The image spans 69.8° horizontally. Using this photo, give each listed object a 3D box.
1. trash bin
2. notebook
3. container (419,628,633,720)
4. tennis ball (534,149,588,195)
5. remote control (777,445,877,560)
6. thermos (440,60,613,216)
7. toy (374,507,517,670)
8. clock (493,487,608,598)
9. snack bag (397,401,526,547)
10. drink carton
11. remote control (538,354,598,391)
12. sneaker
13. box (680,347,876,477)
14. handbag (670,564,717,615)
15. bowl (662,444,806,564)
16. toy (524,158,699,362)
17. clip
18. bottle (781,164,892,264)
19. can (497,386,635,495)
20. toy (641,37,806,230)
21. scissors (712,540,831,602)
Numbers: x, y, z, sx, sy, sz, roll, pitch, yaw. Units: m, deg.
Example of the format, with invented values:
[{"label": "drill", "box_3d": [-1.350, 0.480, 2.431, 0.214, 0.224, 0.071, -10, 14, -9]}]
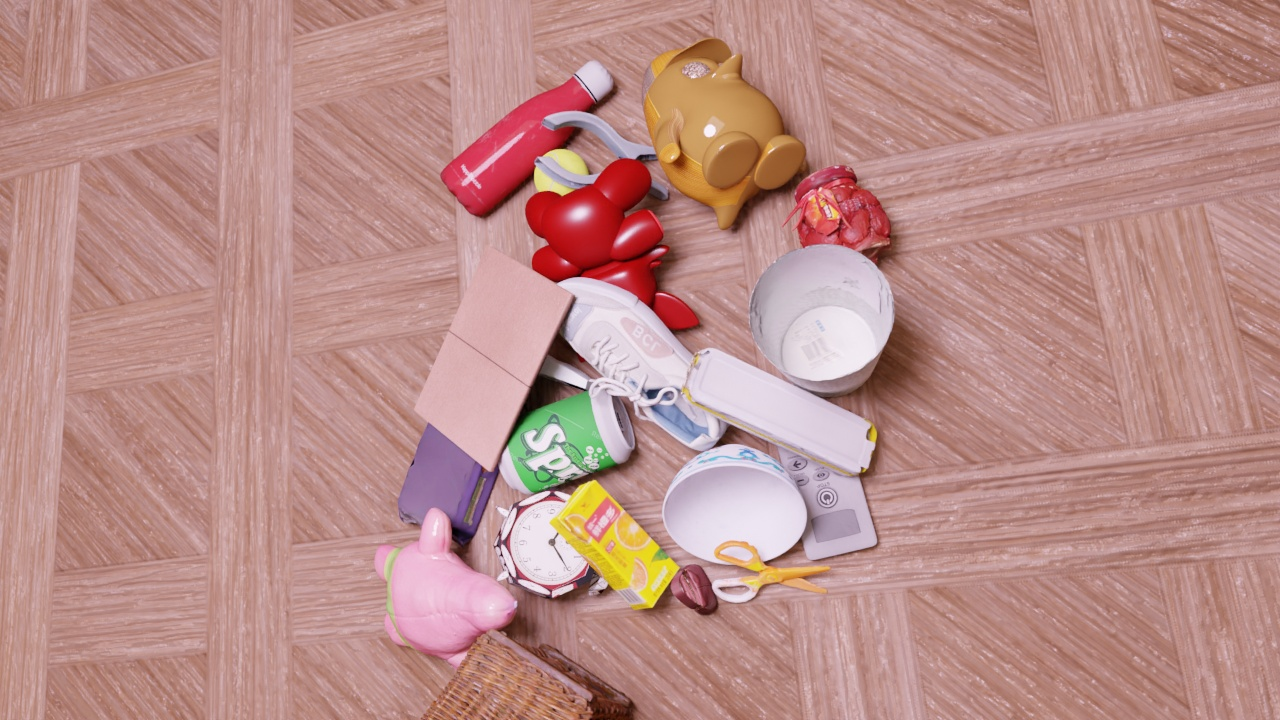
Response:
[{"label": "trash bin", "box_3d": [0.186, -0.028, 0.927, 0.133, 0.161, 0.133, -3, 76, 14]}, {"label": "notebook", "box_3d": [-0.163, -0.005, 1.000, 0.141, 0.008, 0.209, 32, 101, 34]}, {"label": "container", "box_3d": [-0.121, 0.374, 0.884, 0.162, 0.250, 0.183, 28, 76, 19]}, {"label": "tennis ball", "box_3d": [-0.094, -0.219, 1.097, 0.065, 0.065, 0.065, -3, 76, 14]}, {"label": "remote control", "box_3d": [0.192, 0.128, 0.964, 0.074, 0.019, 0.151, -16, 74, 11]}, {"label": "thermos", "box_3d": [-0.133, -0.275, 1.117, 0.240, 0.073, 0.073, -40, 71, 3]}, {"label": "toy", "box_3d": [-0.204, 0.253, 0.977, 0.237, 0.096, 0.192, -10, 96, 47]}, {"label": "clock", "box_3d": [-0.081, 0.200, 0.998, 0.154, 0.065, 0.114, 2, 75, -14]}, {"label": "snack bag", "box_3d": [-0.207, 0.101, 1.057, 0.096, 0.058, 0.205, 17, 83, 19]}, {"label": "drink carton", "box_3d": [-0.028, 0.192, 0.957, 0.134, 0.043, 0.058, 47, 55, -9]}, {"label": "remote control", "box_3d": [-0.116, 0.004, 1.060, 0.143, 0.049, 0.024, 18, 83, 18]}, {"label": "sneaker", "box_3d": [-0.006, 0.006, 0.964, 0.242, 0.090, 0.090, 39, 122, -2]}, {"label": "box", "box_3d": [0.143, 0.052, 0.931, 0.209, 0.033, 0.064, 24, 67, -7]}, {"label": "handbag", "box_3d": [0.049, 0.232, 0.926, 0.029, 0.119, 0.055, -28, 72, 7]}, {"label": "bowl", "box_3d": [0.097, 0.135, 0.948, 0.144, 0.144, 0.074, -8, 35, 13]}, {"label": "toy", "box_3d": [-0.038, -0.109, 1.026, 0.159, 0.120, 0.197, -18, 107, 18]}, {"label": "clip", "box_3d": [-0.036, -0.258, 1.071, 0.167, 0.028, 0.127, 8, 82, -18]}, {"label": "bottle", "box_3d": [0.212, -0.147, 0.984, 0.099, 0.099, 0.111, -22, 68, 9]}, {"label": "can", "box_3d": [-0.083, 0.089, 1.011, 0.140, 0.088, 0.087, -20, 73, 10]}, {"label": "toy", "box_3d": [0.078, -0.273, 1.025, 0.203, 0.198, 0.163, 61, 139, 30]}, {"label": "scissors", "box_3d": [0.134, 0.230, 0.950, 0.133, 0.012, 0.097, 18, 120, -1]}]
